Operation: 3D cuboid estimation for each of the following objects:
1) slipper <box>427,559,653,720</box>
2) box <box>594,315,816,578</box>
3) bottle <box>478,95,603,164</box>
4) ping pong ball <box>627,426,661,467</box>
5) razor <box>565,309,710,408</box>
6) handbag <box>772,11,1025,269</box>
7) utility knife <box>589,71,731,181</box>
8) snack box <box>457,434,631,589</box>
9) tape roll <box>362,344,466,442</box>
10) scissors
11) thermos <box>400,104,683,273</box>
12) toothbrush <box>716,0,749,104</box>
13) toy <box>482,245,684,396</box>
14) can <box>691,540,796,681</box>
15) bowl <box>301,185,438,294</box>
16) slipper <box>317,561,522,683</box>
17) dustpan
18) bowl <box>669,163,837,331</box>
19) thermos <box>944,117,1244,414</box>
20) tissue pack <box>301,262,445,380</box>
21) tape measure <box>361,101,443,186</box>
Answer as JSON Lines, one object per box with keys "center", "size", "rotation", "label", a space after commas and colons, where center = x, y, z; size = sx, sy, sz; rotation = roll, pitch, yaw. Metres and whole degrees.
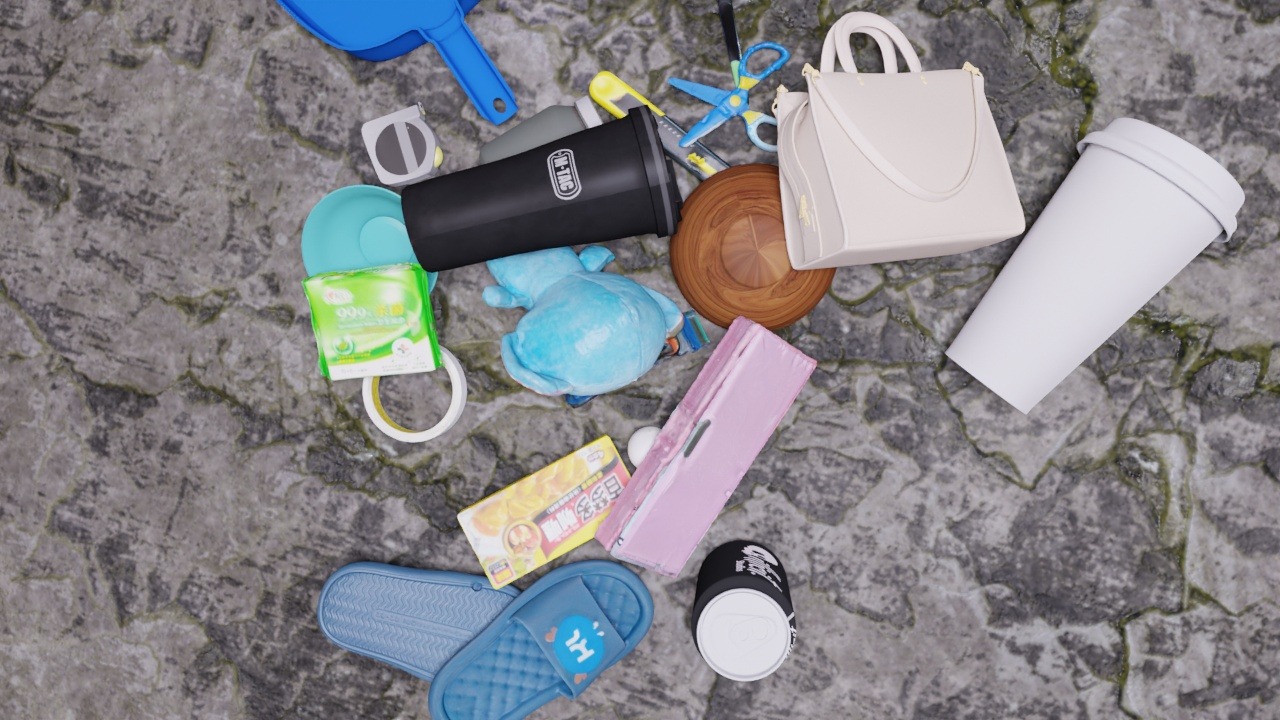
{"center": [-0.084, 0.250, 0.793], "size": [0.213, 0.059, 0.104], "rotation": [-30, 95, -17], "label": "slipper"}
{"center": [0.059, 0.078, 0.787], "size": [0.098, 0.041, 0.233], "rotation": [31, 95, -35], "label": "box"}
{"center": [-0.082, -0.184, 0.800], "size": [0.108, 0.060, 0.060], "rotation": [-29, 89, 7], "label": "bottle"}
{"center": [0.009, 0.078, 0.811], "size": [0.040, 0.040, 0.040], "rotation": [0, 92, 6], "label": "ping pong ball"}
{"center": [-0.005, 0.005, 0.821], "size": [0.141, 0.018, 0.043], "rotation": [-29, 53, 9], "label": "razor"}
{"center": [0.197, -0.182, 0.732], "size": [0.194, 0.101, 0.198], "rotation": [-8, 86, -22], "label": "handbag"}
{"center": [0.038, -0.188, 0.809], "size": [0.198, 0.020, 0.029], "rotation": [37, 97, 2], "label": "utility knife"}
{"center": [-0.078, 0.133, 0.816], "size": [0.152, 0.025, 0.075], "rotation": [-28, 89, -5], "label": "snack box"}
{"center": [-0.207, 0.028, 0.843], "size": [0.094, 0.019, 0.094], "rotation": [0, 92, 6], "label": "tape roll"}
{"center": [0.087, -0.219, 0.799], "size": [0.125, 0.016, 0.125], "rotation": [-38, 91, 0], "label": "scissors"}
{"center": [-0.076, -0.131, 0.743], "size": [0.218, 0.106, 0.106], "rotation": [-14, 91, 0], "label": "thermos"}
{"center": [0.073, -0.314, 0.800], "size": [0.014, 0.017, 0.188], "rotation": [-12, 92, 4], "label": "toothbrush"}
{"center": [-0.065, -0.039, 0.783], "size": [0.180, 0.182, 0.115], "rotation": [42, 139, 24], "label": "toy"}
{"center": [0.084, 0.202, 0.755], "size": [0.080, 0.146, 0.080], "rotation": [0, 92, 6], "label": "can"}
{"center": [-0.234, -0.099, 0.820], "size": [0.121, 0.046, 0.121], "rotation": [2, 111, 4], "label": "bowl"}
{"center": [-0.182, 0.236, 0.832], "size": [0.213, 0.059, 0.103], "rotation": [19, 84, -7], "label": "slipper"}
{"center": [-0.185, -0.318, 0.808], "size": [0.246, 0.059, 0.257], "rotation": [-34, 90, 7], "label": "dustpan"}
{"center": [0.097, -0.093, 0.772], "size": [0.147, 0.068, 0.147], "rotation": [1, 98, 4], "label": "bowl"}
{"center": [0.349, -0.068, 0.732], "size": [0.131, 0.131, 0.222], "rotation": [38, 103, 3], "label": "thermos"}
{"center": [-0.232, -0.032, 0.802], "size": [0.114, 0.034, 0.100], "rotation": [-6, 109, 5], "label": "tissue pack"}
{"center": [-0.215, -0.195, 0.836], "size": [0.064, 0.016, 0.065], "rotation": [-17, 90, 7], "label": "tape measure"}
